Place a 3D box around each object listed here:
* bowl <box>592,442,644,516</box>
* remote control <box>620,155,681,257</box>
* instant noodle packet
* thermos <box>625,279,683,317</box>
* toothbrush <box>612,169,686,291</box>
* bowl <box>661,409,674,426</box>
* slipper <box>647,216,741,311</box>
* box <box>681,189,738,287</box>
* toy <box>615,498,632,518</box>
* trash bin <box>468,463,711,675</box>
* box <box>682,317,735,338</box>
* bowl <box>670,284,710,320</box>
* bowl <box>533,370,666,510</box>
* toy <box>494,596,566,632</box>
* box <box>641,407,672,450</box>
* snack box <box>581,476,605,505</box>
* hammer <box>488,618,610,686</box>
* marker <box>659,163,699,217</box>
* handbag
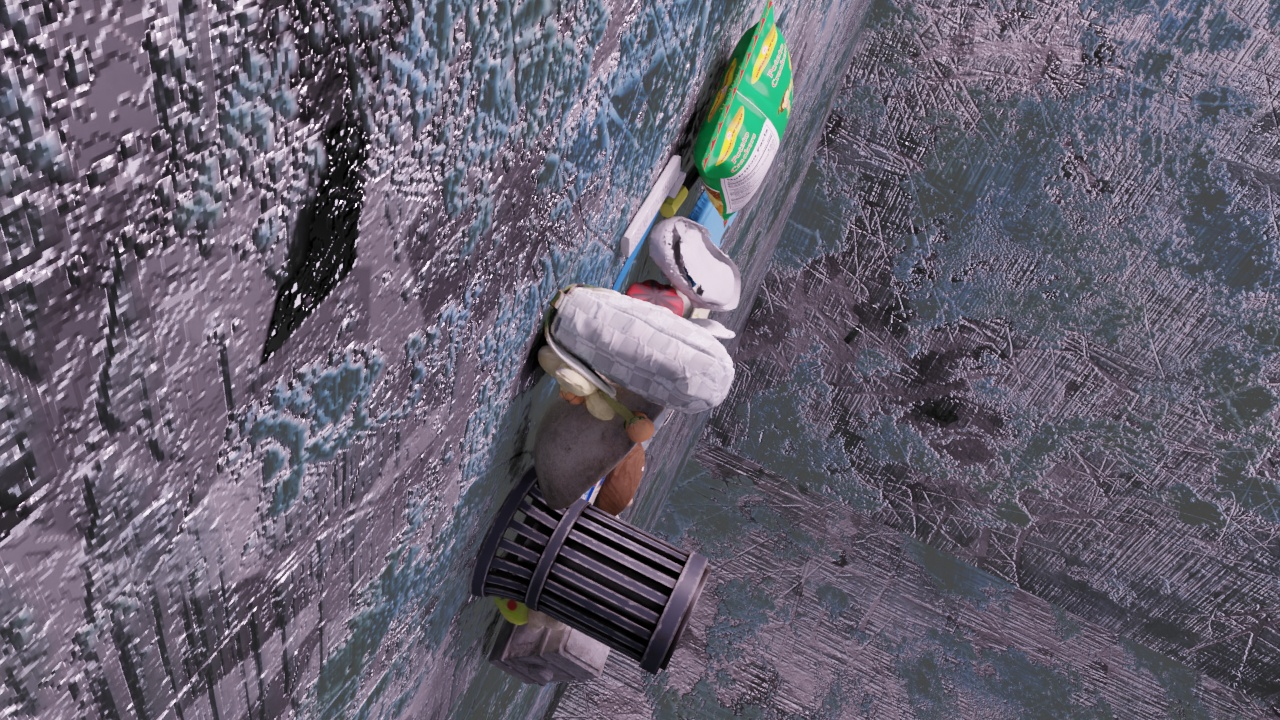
[{"bbox_3d":[-0.040,0.157,1.253,0.118,0.030,0.117,-43,-149,35],"label":"bowl"},{"bbox_3d":[0.012,-0.168,0.988,0.033,0.012,0.130,95,21,-60],"label":"remote control"},{"bbox_3d":[0.123,-0.280,1.085,0.252,0.090,0.195,32,80,-77],"label":"instant noodle packet"},{"bbox_3d":[-0.007,0.007,1.163,0.073,0.073,0.241,-57,168,-45],"label":"thermos"},{"bbox_3d":[0.010,-0.146,1.037,0.166,0.014,0.016,-63,171,-11],"label":"toothbrush"},{"bbox_3d":[0.033,0.043,1.529,0.120,0.066,0.120,-62,171,-18],"label":"bowl"},{"bbox_3d":[0.065,-0.120,1.170,0.246,0.075,0.112,26,55,-67],"label":"slipper"},{"bbox_3d":[0.099,-0.217,1.328,0.230,0.052,0.093,-60,154,-32],"label":"box"},{"bbox_3d":[-0.062,0.214,1.419,0.074,0.085,0.105,-34,161,20],"label":"toy"},{"bbox_3d":[-0.050,0.237,1.026,0.164,0.227,0.164,-62,171,-18],"label":"trash bin"},{"bbox_3d":[0.050,-0.012,1.268,0.080,0.150,0.106,45,-61,56],"label":"box"},{"bbox_3d":[0.064,-0.072,1.424,0.188,0.060,0.219,-63,170,-12],"label":"bowl"},{"bbox_3d":[-0.054,0.063,0.951,0.178,0.081,0.178,-43,-170,9],"label":"bowl"},{"bbox_3d":[-0.127,0.285,1.121,0.046,0.115,0.092,40,75,-50],"label":"toy"},{"bbox_3d":[-0.007,0.094,1.372,0.188,0.037,0.209,-19,146,-52],"label":"box"},{"bbox_3d":[-0.114,0.228,1.196,0.056,0.057,0.206,67,48,-83],"label":"snack box"},{"bbox_3d":[-0.087,0.292,1.295,0.177,0.079,0.325,-25,-145,45],"label":"hammer"},{"bbox_3d":[0.053,-0.211,1.105,0.123,0.017,0.021,-58,170,-46],"label":"marker"},{"bbox_3d":[-0.004,0.007,0.843,0.123,0.171,0.112,-65,171,-2],"label":"handbag"}]
